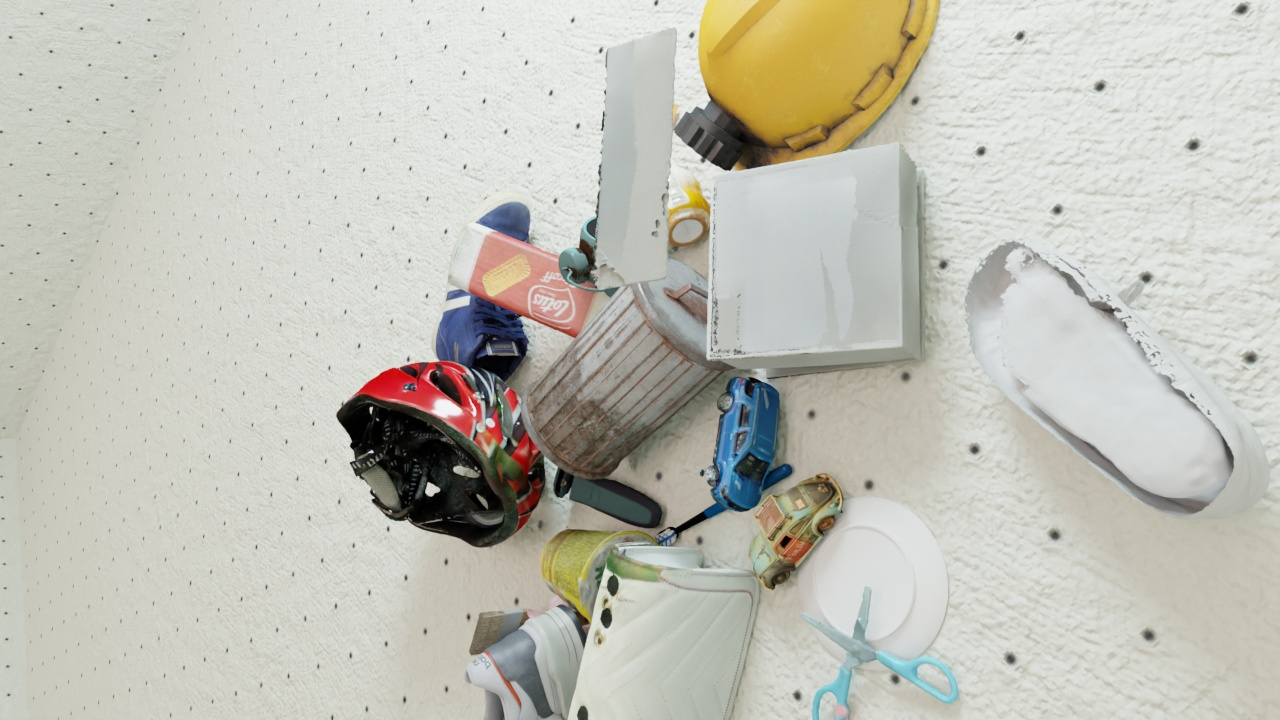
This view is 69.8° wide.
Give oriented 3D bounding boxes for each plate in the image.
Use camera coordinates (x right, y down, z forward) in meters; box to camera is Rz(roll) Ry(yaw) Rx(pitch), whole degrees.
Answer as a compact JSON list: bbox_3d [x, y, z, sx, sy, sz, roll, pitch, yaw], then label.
[{"bbox_3d":[0.178,0.176,0.728,0.135,0.011,0.134,-13,71,43],"label":"plate"}]

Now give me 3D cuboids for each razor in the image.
[{"bbox_3d":[-0.035,0.137,0.934,0.143,0.052,0.047,17,95,36],"label":"razor"}]

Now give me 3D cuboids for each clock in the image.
[{"bbox_3d":[-0.031,-0.104,0.929,0.090,0.124,0.053,18,126,17],"label":"clock"}]

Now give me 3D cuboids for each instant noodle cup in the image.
[{"bbox_3d":[-0.043,0.206,0.891,0.108,0.102,0.102,1,81,55],"label":"instant noodle cup"}]

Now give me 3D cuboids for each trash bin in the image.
[{"bbox_3d":[-0.005,0.005,0.871,0.212,0.130,0.130,-45,52,31],"label":"trash bin"}]

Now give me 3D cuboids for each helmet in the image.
[{"bbox_3d":[-0.208,0.096,1.011,0.273,0.217,0.166,3,38,44],"label":"helmet"},{"bbox_3d":[0.124,-0.293,0.809,0.256,0.131,0.205,-53,48,21],"label":"helmet"}]

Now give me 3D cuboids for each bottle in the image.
[{"bbox_3d":[0.029,-0.168,0.925,0.063,0.063,0.108,-42,52,30],"label":"bottle"}]

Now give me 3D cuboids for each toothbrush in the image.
[{"bbox_3d":[0.073,0.135,0.842,0.168,0.014,0.014,-36,91,34],"label":"toothbrush"}]

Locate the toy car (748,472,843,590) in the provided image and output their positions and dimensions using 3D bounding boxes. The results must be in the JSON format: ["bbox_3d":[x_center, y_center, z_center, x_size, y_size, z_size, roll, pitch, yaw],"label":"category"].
[{"bbox_3d":[0.120,0.139,0.766,0.112,0.047,0.047,-57,29,20],"label":"toy car"}]

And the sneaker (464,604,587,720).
[{"bbox_3d":[-0.105,0.357,0.853,0.089,0.124,0.240,-4,94,59],"label":"sneaker"}]

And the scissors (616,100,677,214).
[{"bbox_3d":[0.015,-0.219,0.985,0.070,0.013,0.130,40,110,42],"label":"scissors"}]

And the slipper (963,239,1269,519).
[{"bbox_3d":[0.301,0.003,0.599,0.112,0.074,0.246,-48,40,18],"label":"slipper"}]

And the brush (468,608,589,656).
[{"bbox_3d":[-0.098,0.257,0.894,0.008,0.142,0.045,34,113,46],"label":"brush"}]

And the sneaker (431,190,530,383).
[{"bbox_3d":[-0.171,-0.074,1.083,0.118,0.091,0.233,42,111,47],"label":"sneaker"}]

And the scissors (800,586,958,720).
[{"bbox_3d":[0.177,0.243,0.705,0.135,0.015,0.135,15,106,36],"label":"scissors"}]

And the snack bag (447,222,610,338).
[{"bbox_3d":[-0.106,-0.079,0.999,0.225,0.041,0.077,23,98,24],"label":"snack bag"}]

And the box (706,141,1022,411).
[{"bbox_3d":[0.247,-0.054,0.861,0.172,0.403,0.168,-8,74,44],"label":"box"}]

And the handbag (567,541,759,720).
[{"bbox_3d":[0.009,0.262,0.788,0.096,0.141,0.198,15,90,48],"label":"handbag"}]

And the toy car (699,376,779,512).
[{"bbox_3d":[0.091,0.071,0.799,0.044,0.056,0.120,-9,60,45],"label":"toy car"}]

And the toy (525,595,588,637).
[{"bbox_3d":[-0.102,0.287,0.962,0.110,0.047,0.063,-29,63,25],"label":"toy"}]
